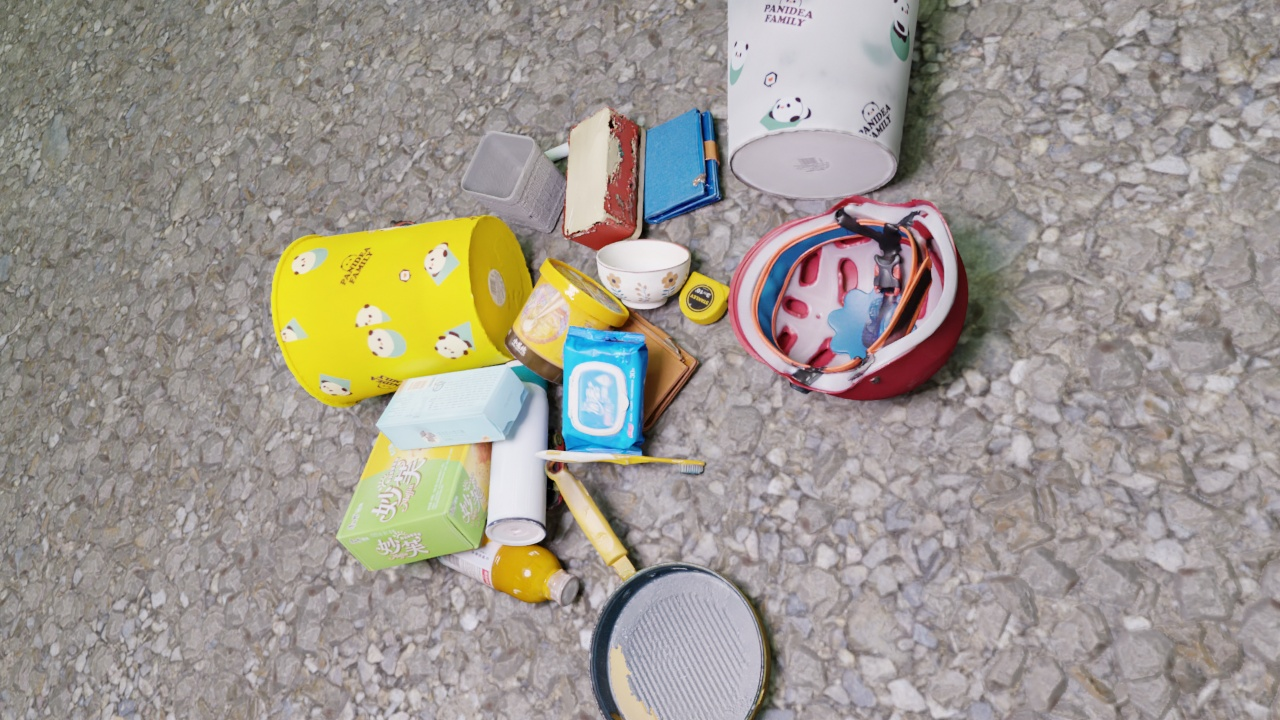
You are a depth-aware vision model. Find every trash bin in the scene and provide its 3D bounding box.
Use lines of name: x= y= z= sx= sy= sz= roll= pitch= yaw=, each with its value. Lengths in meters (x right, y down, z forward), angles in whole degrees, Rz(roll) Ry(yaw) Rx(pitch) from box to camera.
trash bin: x=0.199 y=-0.330 z=1.025 sx=0.230 sy=0.229 sz=0.251 roll=0 pitch=77 yaw=26
trash bin: x=-0.287 y=-0.070 z=1.167 sx=0.256 sy=0.229 sz=0.229 roll=-9 pitch=67 yaw=17

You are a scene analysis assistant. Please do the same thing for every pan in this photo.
pan: x=-0.004 y=0.248 z=0.982 sx=0.198 sy=0.078 sz=0.357 roll=-38 pitch=59 yaw=9

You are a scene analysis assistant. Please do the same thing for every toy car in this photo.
toy car: x=-0.115 y=0.134 z=1.105 sx=0.049 sy=0.031 sz=0.106 roll=-20 pitch=53 yaw=20

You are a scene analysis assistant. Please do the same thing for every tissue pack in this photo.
tissue pack: x=-0.042 y=0.041 z=1.028 sx=0.095 sy=0.052 sz=0.157 roll=5 pitch=108 yaw=10

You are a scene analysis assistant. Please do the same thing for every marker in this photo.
marker: x=-0.134 y=-0.283 z=1.281 sx=0.131 sy=0.018 sz=0.022 roll=-17 pitch=55 yaw=20

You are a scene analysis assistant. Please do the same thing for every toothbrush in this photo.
toothbrush: x=-0.022 y=0.114 z=1.025 sx=0.191 sy=0.016 sz=0.018 roll=4 pitch=69 yaw=-6

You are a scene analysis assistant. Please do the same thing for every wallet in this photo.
wallet: x=-0.007 y=0.006 z=1.101 sx=0.132 sy=0.031 sz=0.108 roll=39 pitch=92 yaw=34
wallet: x=0.049 y=-0.247 z=1.165 sx=0.107 sy=0.040 sz=0.133 roll=-17 pitch=64 yaw=29

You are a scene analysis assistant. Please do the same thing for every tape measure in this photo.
tape measure: x=0.076 y=-0.071 z=1.090 sx=0.060 sy=0.029 sz=0.057 roll=28 pitch=84 yaw=31

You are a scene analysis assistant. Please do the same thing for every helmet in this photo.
helmet: x=0.224 y=-0.051 z=0.947 sx=0.240 sy=0.144 sz=0.206 roll=8 pitch=74 yaw=43

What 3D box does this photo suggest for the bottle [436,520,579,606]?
bottle: x=-0.156 y=0.234 z=1.068 sx=0.190 sy=0.068 sz=0.068 roll=16 pitch=79 yaw=30

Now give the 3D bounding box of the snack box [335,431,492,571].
snack box: x=-0.253 y=0.138 z=1.104 sx=0.158 sy=0.070 sz=0.209 roll=-16 pitch=38 yaw=20

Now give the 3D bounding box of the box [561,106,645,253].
box: x=-0.051 y=-0.232 z=1.170 sx=0.092 sy=0.080 sz=0.168 roll=-17 pitch=63 yaw=43

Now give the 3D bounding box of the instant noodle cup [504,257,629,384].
instant noodle cup: x=-0.093 y=-0.043 z=1.091 sx=0.118 sy=0.118 sz=0.114 roll=43 pitch=104 yaw=32

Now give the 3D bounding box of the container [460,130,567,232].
container: x=-0.159 y=-0.232 z=1.217 sx=0.090 sy=0.114 sz=0.090 roll=18 pitch=80 yaw=30

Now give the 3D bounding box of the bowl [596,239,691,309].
bowl: x=0.005 y=-0.100 z=1.106 sx=0.114 sy=0.113 sz=0.062 roll=13 pitch=119 yaw=30

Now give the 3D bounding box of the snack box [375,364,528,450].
snack box: x=-0.220 y=0.056 z=1.069 sx=0.175 sy=0.051 sz=0.074 roll=-8 pitch=43 yaw=32

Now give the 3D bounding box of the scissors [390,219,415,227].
scissors: x=-0.318 y=-0.132 z=1.316 sx=0.189 sy=0.015 sz=0.226 roll=-40 pitch=59 yaw=8

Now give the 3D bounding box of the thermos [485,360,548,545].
thermos: x=-0.143 y=0.102 z=1.078 sx=0.073 sy=0.073 sz=0.223 roll=-17 pitch=52 yaw=20
